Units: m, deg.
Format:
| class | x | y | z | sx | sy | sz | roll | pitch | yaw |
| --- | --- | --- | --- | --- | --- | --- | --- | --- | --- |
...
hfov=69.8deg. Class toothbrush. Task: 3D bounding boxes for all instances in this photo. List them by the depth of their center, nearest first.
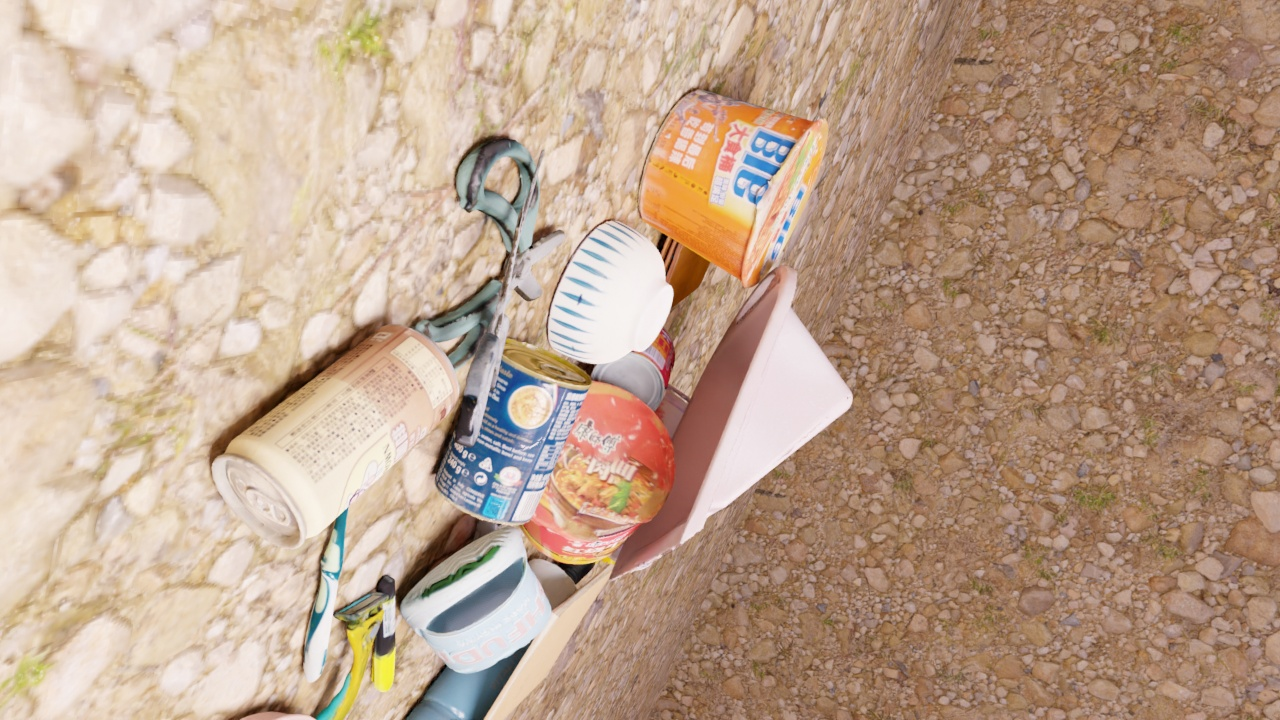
| class | x | y | z | sx | sy | sz | roll | pitch | yaw |
| --- | --- | --- | --- | --- | --- | --- | --- | --- | --- |
| toothbrush | -0.189 | 0.127 | 0.550 | 0.018 | 0.016 | 0.192 | -22 | 137 | -53 |

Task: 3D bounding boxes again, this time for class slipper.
| class | x | y | z | sx | sy | sz | roll | pitch | yaw |
| --- | --- | --- | --- | --- | --- | --- | --- | --- | --- |
| slipper | -0.123 | 0.209 | 0.743 | 0.104 | 0.074 | 0.246 | -31 | 157 | -16 |

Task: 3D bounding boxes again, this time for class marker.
| class | x | y | z | sx | sy | sz | roll | pitch | yaw |
| --- | --- | --- | --- | --- | --- | --- | --- | --- | --- |
| marker | -0.190 | 0.203 | 0.677 | 0.018 | 0.015 | 0.124 | -45 | 154 | -50 |

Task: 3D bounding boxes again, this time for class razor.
| class | x | y | z | sx | sy | sz | roll | pitch | yaw |
| --- | --- | --- | --- | --- | --- | --- | --- | --- | --- |
| razor | -0.207 | 0.221 | 0.631 | 0.133 | 0.028 | 0.043 | -65 | 168 | 15 |

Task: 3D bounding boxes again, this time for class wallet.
| class | x | y | z | sx | sy | sz | roll | pitch | yaw |
| --- | --- | --- | --- | --- | --- | --- | --- | --- | --- |
| wallet | 0.048 | -0.105 | 0.905 | 0.130 | 0.035 | 0.119 | -38 | 151 | -60 |

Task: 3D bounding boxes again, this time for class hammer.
| class | x | y | z | sx | sy | sz | roll | pitch | yaw |
| --- | --- | --- | --- | --- | --- | --- | --- | --- | --- |
| hammer | -0.067 | 0.238 | 1.103 | 0.300 | 0.033 | 0.129 | -26 | 140 | -66 |

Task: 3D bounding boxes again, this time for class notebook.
| class | x | y | z | sx | sy | sz | roll | pitch | yaw |
| --- | --- | --- | --- | --- | --- | --- | --- | --- | --- |
| notebook | -0.090 | 0.279 | 0.887 | 0.149 | 0.012 | 0.211 | -58 | 169 | 6 |

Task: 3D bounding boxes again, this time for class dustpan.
| class | x | y | z | sx | sy | sz | roll | pitch | yaw |
| --- | --- | --- | --- | --- | --- | --- | --- | --- | --- |
| dustpan | 0.054 | 0.046 | 0.780 | 0.272 | 0.139 | 0.223 | -33 | 172 | -27 |

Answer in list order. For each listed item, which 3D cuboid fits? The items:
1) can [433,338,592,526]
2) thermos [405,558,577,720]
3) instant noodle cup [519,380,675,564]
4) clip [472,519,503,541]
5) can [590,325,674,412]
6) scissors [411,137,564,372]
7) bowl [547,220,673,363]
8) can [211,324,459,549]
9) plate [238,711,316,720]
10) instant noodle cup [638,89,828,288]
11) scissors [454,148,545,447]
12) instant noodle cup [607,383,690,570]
| class | x | y | z | sx | sy | sz | roll | pitch | yaw |
| --- | --- | --- | --- | --- | --- | --- | --- | --- | --- |
| can | -0.089 | 0.050 | 0.635 | 0.111 | 0.075 | 0.075 | -66 | 165 | 11 |
| thermos | -0.142 | 0.289 | 0.875 | 0.219 | 0.070 | 0.070 | -50 | 160 | -41 |
| instant noodle cup | -0.049 | 0.100 | 0.768 | 0.137 | 0.138 | 0.109 | -54 | 171 | -30 |
| clip | -0.128 | 0.144 | 0.765 | 0.027 | 0.024 | 0.056 | -18 | 129 | -73 |
| can | -0.005 | 0.005 | 0.823 | 0.093 | 0.066 | 0.067 | -70 | 179 | -65 |
| scissors | -0.089 | -0.068 | 0.552 | 0.169 | 0.019 | 0.181 | -45 | 156 | -45 |
| bowl | -0.016 | -0.046 | 0.733 | 0.116 | 0.066 | 0.117 | -55 | 162 | -28 |
| can | -0.146 | 0.034 | 0.453 | 0.116 | 0.058 | 0.059 | -48 | 158 | -44 |
| plate | -0.276 | 0.311 | 0.543 | 0.228 | 0.028 | 0.230 | -57 | 164 | -27 |
| instant noodle cup | 0.074 | -0.150 | 0.770 | 0.151 | 0.111 | 0.152 | -55 | 163 | -27 |
| scissors | -0.077 | -0.034 | 0.522 | 0.160 | 0.014 | 0.180 | 127 | -22 | -72 |
| instant noodle cup | -0.016 | 0.101 | 0.886 | 0.173 | 0.138 | 0.060 | -57 | -174 | -21 |
